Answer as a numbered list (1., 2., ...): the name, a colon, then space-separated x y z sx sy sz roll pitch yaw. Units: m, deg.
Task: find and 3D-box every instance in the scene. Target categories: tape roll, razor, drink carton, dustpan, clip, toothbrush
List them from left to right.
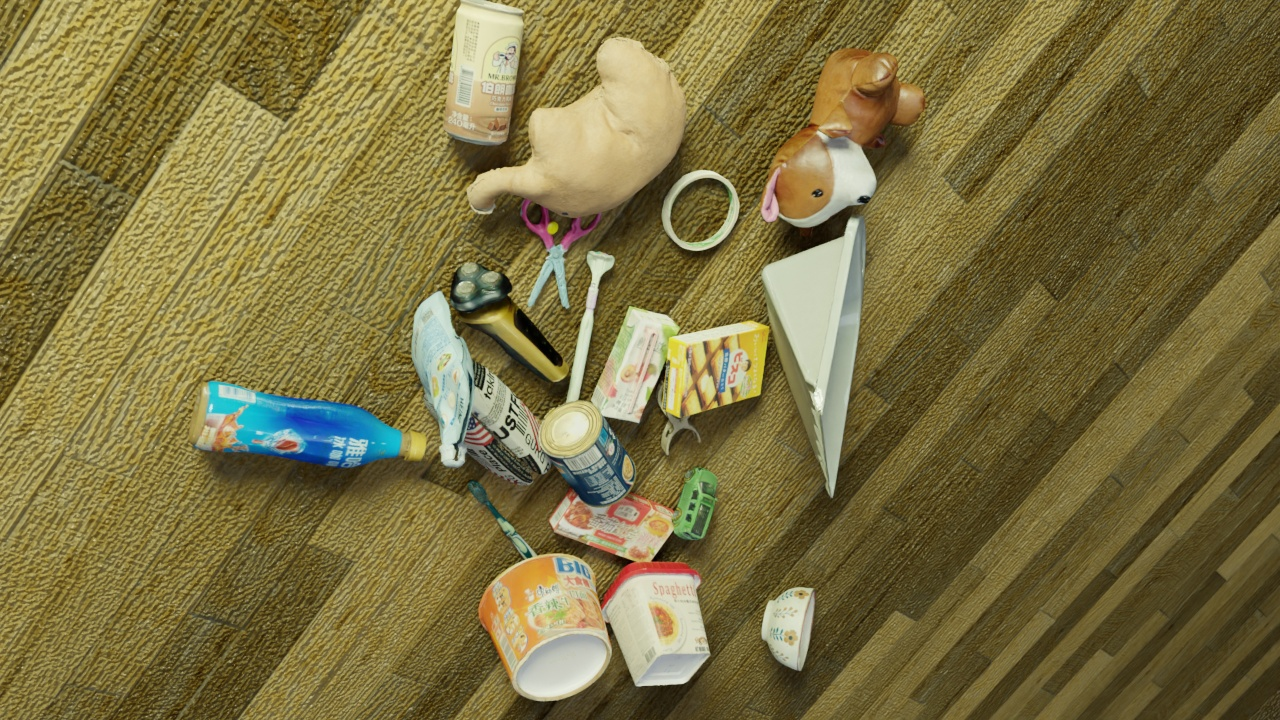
1. toothbrush: -0.150 0.206 1.080 0.016 0.018 0.192 -33 125 -5
2. razor: -0.128 -0.033 0.940 0.068 0.062 0.167 -21 135 23
3. toothbrush: -0.059 -0.028 0.995 0.029 0.020 0.190 14 114 3
4. drink carton: -0.006 0.006 1.020 0.053 0.045 0.123 14 109 -29
5. clip: 0.045 0.066 1.084 0.071 0.034 0.100 -20 128 -15
6. tape roll: 0.064 -0.160 0.981 0.085 0.014 0.086 -11 120 -19
7. dustpan: 0.223 -0.024 1.001 0.143 0.257 0.223 -19 148 3

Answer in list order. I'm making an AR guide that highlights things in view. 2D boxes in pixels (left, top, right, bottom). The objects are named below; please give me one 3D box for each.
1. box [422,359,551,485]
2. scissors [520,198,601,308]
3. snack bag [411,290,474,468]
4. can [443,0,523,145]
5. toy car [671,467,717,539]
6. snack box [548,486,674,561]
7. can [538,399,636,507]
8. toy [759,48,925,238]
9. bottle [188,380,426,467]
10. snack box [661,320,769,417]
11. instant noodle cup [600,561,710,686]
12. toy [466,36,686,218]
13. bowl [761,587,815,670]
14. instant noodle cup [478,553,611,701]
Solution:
1. box: -0.167 0.077 0.984 0.088 0.076 0.163 -24 130 16
2. scissors: -0.078 -0.115 0.939 0.113 0.017 0.134 -21 123 -19
3. snack bag: -0.182 0.014 0.856 0.038 0.191 0.110 10 111 -27
4. can: -0.139 -0.254 0.810 0.058 0.058 0.116 1 115 -25
5. toy car: 0.071 0.178 1.141 0.043 0.036 0.091 25 73 -32
6. snack box: -0.031 0.196 1.124 0.152 0.025 0.075 28 103 -33
7. can: -0.058 0.104 1.018 0.075 0.075 0.111 -34 137 -5
8. toy: 0.207 -0.218 0.957 0.140 0.130 0.200 16 118 -51
9. bottle: -0.320 0.070 0.901 0.218 0.065 0.065 13 110 -31
10. snack box: 0.086 0.008 1.041 0.140 0.034 0.087 -13 117 -43
11. instant noodle cup: 0.022 0.331 1.148 0.116 0.124 0.117 8 131 -27
12. toy: -0.054 -0.194 0.865 0.226 0.082 0.143 -42 130 2
13. bowl: 0.207 0.373 1.294 0.062 0.113 0.114 8 122 20
14. instant noodle cup: -0.108 0.324 1.096 0.151 0.111 0.152 -12 127 -17
